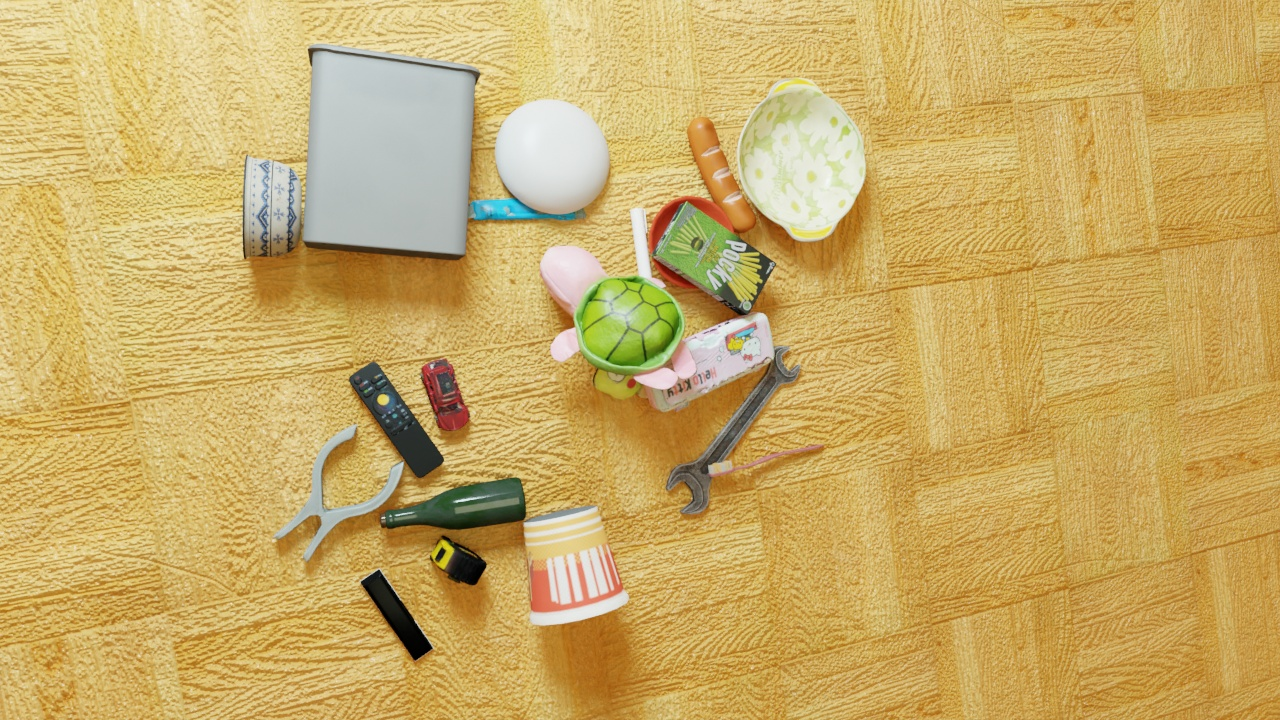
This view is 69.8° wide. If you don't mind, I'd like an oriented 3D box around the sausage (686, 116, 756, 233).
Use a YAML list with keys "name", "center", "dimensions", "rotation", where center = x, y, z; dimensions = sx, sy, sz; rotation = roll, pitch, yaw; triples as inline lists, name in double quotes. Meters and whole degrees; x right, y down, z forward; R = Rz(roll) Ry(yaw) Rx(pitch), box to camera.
- name: "sausage"
  center: [0.106, -0.246, 1.228]
  dimensions: [0.039, 0.045, 0.164]
  rotation: [-33, 101, -40]

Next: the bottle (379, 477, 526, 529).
- name: "bottle"
  center: [-0.231, 0.183, 1.128]
  dimensions: [0.174, 0.055, 0.055]
  rotation: [-7, 93, -15]

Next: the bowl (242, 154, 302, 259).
- name: "bowl"
  center: [-0.414, -0.170, 1.035]
  dimensions: [0.059, 0.116, 0.115]
  rotation: [2, 90, -21]

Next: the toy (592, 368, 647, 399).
- name: "toy"
  center: [-0.007, 0.007, 1.198]
  dimensions: [0.115, 0.046, 0.092]
  rotation: [9, 85, -25]

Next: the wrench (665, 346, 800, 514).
- name: "wrench"
  center: [0.130, 0.093, 1.259]
  dimensions: [0.070, 0.010, 0.273]
  rotation: [41, 80, -14]

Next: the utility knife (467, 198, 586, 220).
- name: "utility knife"
  center: [-0.146, -0.191, 1.168]
  dimensions: [0.158, 0.015, 0.031]
  rotation: [-5, 88, -15]

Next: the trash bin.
- name: "trash bin"
  center: [-0.294, -0.238, 1.080]
  dimensions: [0.191, 0.098, 0.220]
  rotation: [3, 91, -17]

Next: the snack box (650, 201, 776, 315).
- name: "snack box"
  center: [0.096, -0.132, 1.198]
  dimensions: [0.147, 0.025, 0.080]
  rotation: [32, 82, -15]

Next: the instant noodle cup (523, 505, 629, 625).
- name: "instant noodle cup"
  center: [-0.088, 0.251, 1.144]
  dimensions: [0.123, 0.123, 0.121]
  rotation: [-11, 86, -17]

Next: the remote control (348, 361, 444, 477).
- name: "remote control"
  center: [-0.298, 0.073, 1.124]
  dimensions: [0.041, 0.020, 0.152]
  rotation: [-35, 99, -13]

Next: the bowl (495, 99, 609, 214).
- name: "bowl"
  center: [-0.105, -0.262, 1.155]
  dimensions: [0.149, 0.043, 0.149]
  rotation: [2, 84, -18]

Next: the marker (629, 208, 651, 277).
- name: "marker"
  center: [0.005, -0.135, 1.213]
  dimensions: [0.020, 0.017, 0.133]
  rotation: [-9, 93, -18]

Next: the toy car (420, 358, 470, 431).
- name: "toy car"
  center: [-0.240, 0.043, 1.134]
  dimensions: [0.042, 0.036, 0.091]
  rotation: [-19, 102, -17]

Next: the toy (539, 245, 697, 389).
- name: "toy"
  center: [-0.028, -0.056, 1.136]
  dimensions: [0.189, 0.088, 0.238]
  rotation: [-37, 71, -25]

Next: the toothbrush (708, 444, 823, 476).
- name: "toothbrush"
  center: [0.176, 0.133, 1.264]
  dimensions: [0.184, 0.015, 0.015]
  rotation: [-10, 95, -22]

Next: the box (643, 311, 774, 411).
- name: "box"
  center: [0.093, 0.002, 1.205]
  dimensions: [0.201, 0.045, 0.086]
  rotation: [-23, 105, -28]

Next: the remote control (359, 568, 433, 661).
- name: "remote control"
  center: [-0.300, 0.315, 1.131]
  dimensions: [0.028, 0.012, 0.124]
  rotation: [-33, 100, -14]

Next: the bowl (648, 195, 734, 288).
- name: "bowl"
  center: [0.064, -0.155, 1.221]
  dimensions: [0.122, 0.035, 0.122]
  rotation: [0, 91, -17]

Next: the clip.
- name: "clip"
  center: [-0.342, 0.177, 1.108]
  dimensions: [0.143, 0.029, 0.172]
  rotation: [32, 83, -13]

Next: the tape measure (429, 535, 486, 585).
- name: "tape measure"
  center: [-0.222, 0.251, 1.127]
  dimensions: [0.067, 0.063, 0.038]
  rotation: [33, 82, -16]

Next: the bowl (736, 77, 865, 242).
- name: "bowl"
  center: [0.210, -0.267, 1.251]
  dimensions: [0.188, 0.060, 0.219]
  rotation: [-8, 93, -16]
